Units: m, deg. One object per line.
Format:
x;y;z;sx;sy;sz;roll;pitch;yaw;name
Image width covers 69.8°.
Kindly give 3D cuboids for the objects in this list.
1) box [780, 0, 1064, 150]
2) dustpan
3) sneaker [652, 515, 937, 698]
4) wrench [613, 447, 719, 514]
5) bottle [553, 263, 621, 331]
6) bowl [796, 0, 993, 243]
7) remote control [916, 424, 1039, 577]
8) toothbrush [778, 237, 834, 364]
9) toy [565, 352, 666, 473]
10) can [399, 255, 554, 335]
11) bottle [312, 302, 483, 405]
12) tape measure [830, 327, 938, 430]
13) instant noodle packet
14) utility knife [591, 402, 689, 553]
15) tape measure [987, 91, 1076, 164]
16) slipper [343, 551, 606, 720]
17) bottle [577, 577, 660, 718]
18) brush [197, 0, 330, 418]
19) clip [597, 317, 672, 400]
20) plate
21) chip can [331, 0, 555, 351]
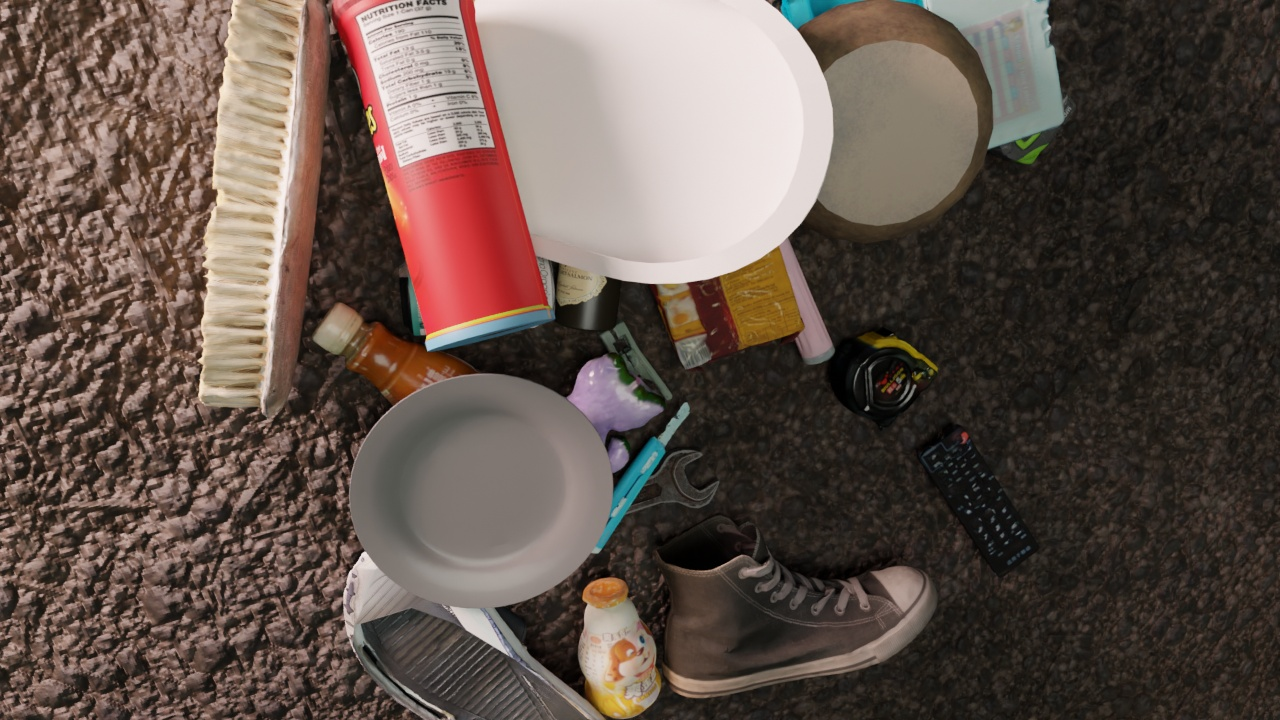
0.192;-0.247;0.630;0.182;0.039;0.227;-15;109;6;box
-0.011;-0.149;0.569;0.258;0.053;0.192;16;103;9;dustpan
0.126;0.181;0.740;0.234;0.095;0.120;-9;108;-3;sneaker
-0.069;0.126;0.718;0.273;0.010;0.070;-16;109;-8;wrench
-0.028;-0.114;0.635;0.045;0.045;0.185;4;105;-14;bottle
0.156;-0.154;0.612;0.162;0.070;0.162;1;112;2;bowl
0.291;0.121;0.794;0.047;0.022;0.150;-37;109;0;remote control
0.093;-0.096;0.680;0.026;0.027;0.223;-27;110;0;toothbrush
-0.027;0.043;0.679;0.080;0.036;0.100;42;119;-16;toy
-0.112;-0.047;0.632;0.101;0.055;0.055;-5;107;-12;can
-0.148;0.019;0.641;0.167;0.059;0.059;36;96;-20;bottle
0.188;0.012;0.726;0.072;0.042;0.071;39;96;-25;tape measure
0.056;-0.059;0.666;0.099;0.039;0.135;-17;112;13;instant noodle packet
-0.005;0.089;0.708;0.022;0.015;0.141;31;95;-23;utility knife
0.285;-0.184;0.693;0.058;0.036;0.066;33;98;-28;tape measure
-0.122;0.237;0.708;0.111;0.063;0.264;-41;103;9;slipper
-0.020;0.228;0.732;0.063;0.063;0.109;-13;109;-9;bottle
-0.234;-0.096;0.574;0.056;0.083;0.271;8;105;-15;brush
-0.006;0.005;0.690;0.037;0.023;0.075;-29;109;-2;clip
-0.108;0.092;0.634;0.178;0.012;0.178;-3;110;-10;plate
-0.118;-0.119;0.561;0.087;0.087;0.213;-15;91;-8;chip can
